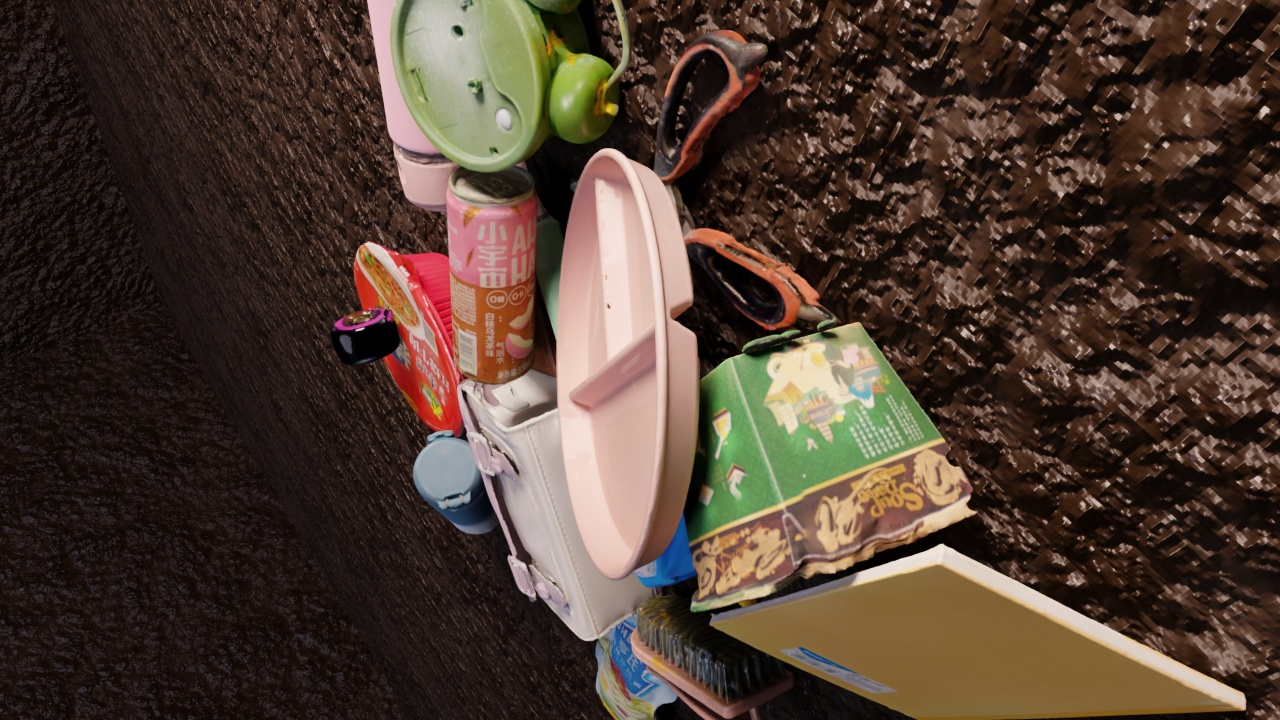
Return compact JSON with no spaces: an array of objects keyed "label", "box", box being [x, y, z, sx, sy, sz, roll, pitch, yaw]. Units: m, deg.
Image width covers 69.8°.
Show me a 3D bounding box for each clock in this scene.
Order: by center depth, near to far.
[{"label":"clock","box":[-0.071,-0.173,0.517,0.162,0.056,0.116,-1,116,40]}]

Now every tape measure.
[{"label":"tape measure","box":[-0.242,-0.023,0.805,0.058,0.057,0.039,28,136,58]}]

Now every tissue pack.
[{"label":"tissue pack","box":[0.012,0.102,0.609,0.095,0.052,0.157,65,165,11]}]

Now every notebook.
[{"label":"notebook","box":[0.136,0.139,0.432,0.146,0.010,0.207,26,151,-9]}]

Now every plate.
[{"label":"plate","box":[-0.012,0.002,0.501,0.230,0.028,0.229,179,91,-73]}]

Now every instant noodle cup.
[{"label":"instant noodle cup","box":[-0.188,-0.027,0.841,0.194,0.065,0.194,40,145,36]}]

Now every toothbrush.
[{"label":"toothbrush","box":[-0.061,-0.064,0.638,0.026,0.027,0.224,-59,-46,-75]}]

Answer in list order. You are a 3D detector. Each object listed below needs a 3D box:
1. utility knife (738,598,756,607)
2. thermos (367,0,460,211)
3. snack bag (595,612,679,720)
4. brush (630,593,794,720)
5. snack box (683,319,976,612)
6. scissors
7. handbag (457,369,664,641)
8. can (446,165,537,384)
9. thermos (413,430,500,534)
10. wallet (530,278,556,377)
[{"label":"utility knife","box":[0.053,0.102,0.612,0.033,0.015,0.154,17,128,56]},{"label":"thermos","box":[-0.149,-0.204,0.632,0.199,0.067,0.087,93,153,-45]},{"label":"snack bag","box":[-0.004,0.275,0.832,0.110,0.038,0.191,57,152,33]},{"label":"brush","box":[0.043,0.224,0.680,0.146,0.063,0.073,7,108,56]},{"label":"snack box","box":[0.076,0.049,0.448,0.118,0.118,0.105,-44,63,60]},{"label":"scissors","box":[0.022,-0.088,0.500,0.223,0.015,0.189,32,139,42]},{"label":"handbag","box":[-0.074,0.109,0.749,0.145,0.098,0.197,21,131,58]},{"label":"can","box":[-0.099,-0.055,0.618,0.058,0.057,0.148,40,138,35]},{"label":"thermos","box":[-0.168,0.120,0.873,0.070,0.070,0.221,55,168,13]},{"label":"wallet","box":[-0.093,-0.052,0.704,0.101,0.032,0.124,14,125,57]}]
